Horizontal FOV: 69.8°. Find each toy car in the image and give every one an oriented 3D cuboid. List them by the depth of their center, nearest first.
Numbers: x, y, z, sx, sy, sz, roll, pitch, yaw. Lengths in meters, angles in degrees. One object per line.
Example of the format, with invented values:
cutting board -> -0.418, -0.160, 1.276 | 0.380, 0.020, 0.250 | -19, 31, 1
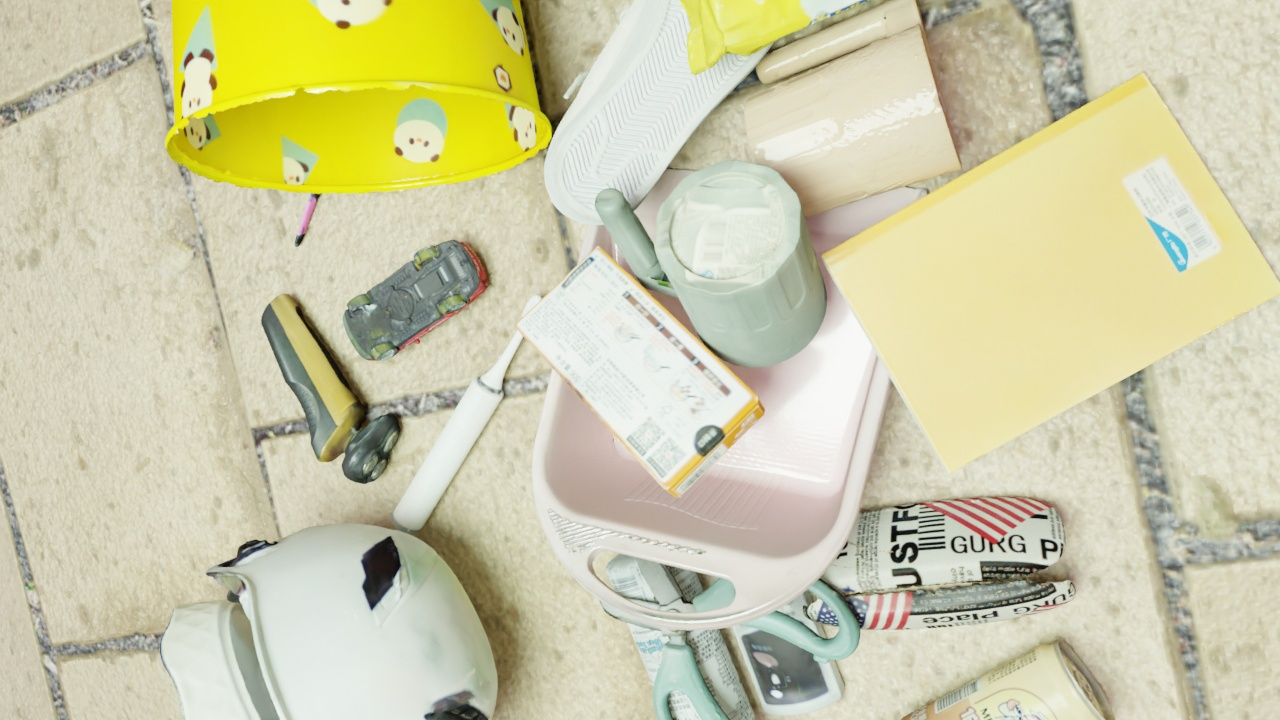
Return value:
toy car -> -0.167, -0.043, 0.684 | 0.121, 0.045, 0.053 | -29, 84, 17

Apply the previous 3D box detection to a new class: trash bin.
trash bin -> -0.184, -0.255, 0.575 | 0.230, 0.229, 0.255 | -7, 89, 22

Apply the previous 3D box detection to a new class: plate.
plate -> -0.298, 0.275, 0.715 | 0.045, 0.205, 0.205 | -29, 85, -14

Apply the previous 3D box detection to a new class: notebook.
notebook -> 0.227, -0.048, 0.514 | 0.206, 0.010, 0.146 | -30, 85, 4

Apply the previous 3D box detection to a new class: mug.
mug -> 0.040, -0.057, 0.524 | 0.124, 0.103, 0.083 | 17, 76, 22
mug -> 0.121, -0.151, 0.539 | 0.104, 0.084, 0.124 | -16, 60, 23

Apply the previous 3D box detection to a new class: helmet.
helmet -> -0.181, 0.210, 0.644 | 0.229, 0.145, 0.259 | 60, 155, 5

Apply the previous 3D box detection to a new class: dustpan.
dustpan -> 0.045, 0.011, 0.559 | 0.223, 0.138, 0.273 | 6, 100, 21

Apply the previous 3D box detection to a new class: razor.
razor -> -0.248, 0.019, 0.727 | 0.067, 0.062, 0.167 | -32, 78, -8

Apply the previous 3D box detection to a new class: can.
can -> 0.221, 0.222, 0.561 | 0.116, 0.058, 0.058 | -38, 83, 21
can -> 0.028, 0.197, 0.633 | 0.058, 0.058, 0.146 | -23, 89, 22

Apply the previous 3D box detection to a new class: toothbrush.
toothbrush -> -0.128, 0.042, 0.691 | 0.027, 0.026, 0.221 | 46, 112, 33
toothbrush -> -0.234, -0.171, 0.711 | 0.018, 0.014, 0.189 | 27, 107, 3

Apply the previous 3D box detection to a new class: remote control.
remote control -> 0.087, 0.168, 0.626 | 0.058, 0.021, 0.150 | -22, 88, 23

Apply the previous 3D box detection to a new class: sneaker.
sneaker -> 0.019, -0.189, 0.580 | 0.089, 0.091, 0.242 | 34, 89, -14

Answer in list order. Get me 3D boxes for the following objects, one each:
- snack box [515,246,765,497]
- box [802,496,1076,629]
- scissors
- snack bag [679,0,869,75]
snack box -> -0.003, 0.003, 0.557 | 0.075, 0.026, 0.153 | -44, 63, -1
box -> 0.181, 0.141, 0.570 | 0.163, 0.076, 0.087 | -11, 115, 20
scissors -> 0.062, 0.179, 0.577 | 0.182, 0.019, 0.170 | -29, 83, 23
snack bag -> 0.116, -0.275, 0.497 | 0.246, 0.068, 0.158 | -22, 99, 0
